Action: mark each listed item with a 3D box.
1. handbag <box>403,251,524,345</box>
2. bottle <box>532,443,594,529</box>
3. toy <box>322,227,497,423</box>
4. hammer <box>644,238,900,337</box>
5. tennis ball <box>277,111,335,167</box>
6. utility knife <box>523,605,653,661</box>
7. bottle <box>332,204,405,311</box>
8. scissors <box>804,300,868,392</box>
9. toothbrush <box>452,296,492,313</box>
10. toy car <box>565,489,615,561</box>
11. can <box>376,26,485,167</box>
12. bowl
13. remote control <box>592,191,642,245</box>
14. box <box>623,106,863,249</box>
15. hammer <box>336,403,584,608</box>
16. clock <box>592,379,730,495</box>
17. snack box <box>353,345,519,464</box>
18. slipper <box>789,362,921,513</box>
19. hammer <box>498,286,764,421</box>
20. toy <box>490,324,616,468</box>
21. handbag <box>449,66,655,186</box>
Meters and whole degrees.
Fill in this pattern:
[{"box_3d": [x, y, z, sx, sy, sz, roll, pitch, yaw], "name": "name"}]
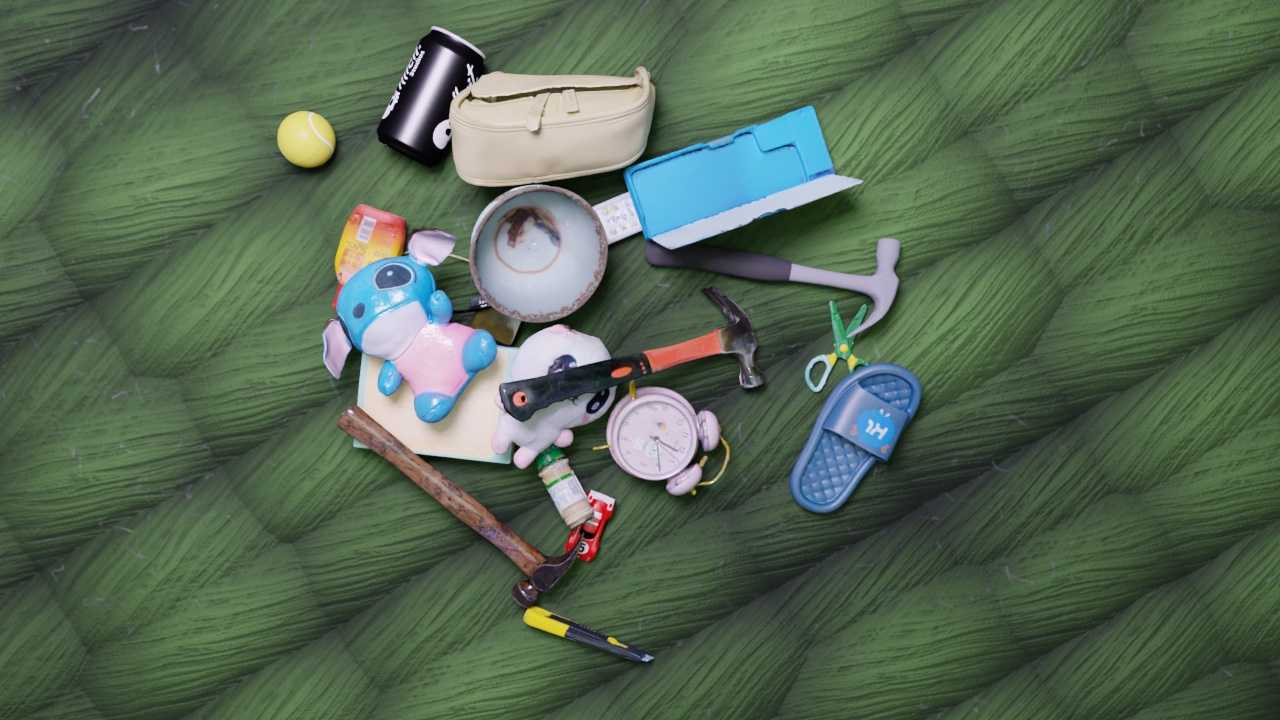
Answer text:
[{"box_3d": [-0.225, -0.085, 1.131, 0.178, 0.027, 0.084, 23, 95, 3], "name": "handbag"}, {"box_3d": [-0.095, 0.151, 1.124, 0.042, 0.042, 0.110, -29, 80, 1], "name": "bottle"}, {"box_3d": [-0.255, -0.041, 1.053, 0.191, 0.098, 0.224, 43, 103, -2], "name": "toy"}, {"box_3d": [0.160, -0.109, 1.123, 0.311, 0.029, 0.125, 10, 84, 1], "name": "hammer"}, {"box_3d": [-0.397, -0.263, 1.091, 0.065, 0.065, 0.065, 0, 94, -1], "name": "tennis ball"}, {"box_3d": [-0.064, 0.349, 1.158, 0.174, 0.028, 0.020, 22, 99, -4], "name": "utility knife"}, {"box_3d": [-0.332, -0.117, 1.110, 0.071, 0.048, 0.134, 19, 93, -1], "name": "bottle"}, {"box_3d": [0.243, -0.014, 1.145, 0.112, 0.012, 0.131, -16, 95, 0], "name": "scissors"}, {"box_3d": [-0.268, -0.058, 1.121, 0.188, 0.014, 0.017, -8, 79, 9], "name": "toothbrush"}, {"box_3d": [-0.063, 0.206, 1.148, 0.038, 0.025, 0.089, 22, 93, -2], "name": "toy car"}, {"box_3d": [-0.246, -0.309, 1.082, 0.080, 0.080, 0.146, 27, 93, -3], "name": "can"}, {"box_3d": [-0.126, -0.135, 1.072, 0.159, 0.094, 0.160, -7, 115, -16], "name": "bowl"}, {"box_3d": [-0.028, -0.173, 1.123, 0.133, 0.022, 0.050, -23, 95, 1], "name": "remote control"}, {"box_3d": [0.117, -0.212, 1.065, 0.243, 0.114, 0.114, -20, 94, -7], "name": "box"}, {"box_3d": [-0.222, 0.161, 1.111, 0.330, 0.033, 0.120, 41, 102, -11], "name": "hammer"}, {"box_3d": [0.033, 0.100, 1.126, 0.158, 0.059, 0.117, 27, 93, -3], "name": "clock"}, {"box_3d": [-0.246, 0.045, 1.125, 0.193, 0.044, 0.141, 6, 94, -1], "name": "snack box"}, {"box_3d": [0.260, 0.095, 1.125, 0.104, 0.059, 0.214, 34, 98, -7], "name": "slipper"}, {"box_3d": [-0.006, 0.006, 1.063, 0.332, 0.033, 0.133, -17, 95, -27], "name": "hammer"}, {"box_3d": [-0.108, 0.043, 1.088, 0.139, 0.101, 0.179, 41, 78, -33], "name": "toy"}, {"box_3d": [-0.096, -0.283, 1.046, 0.233, 0.190, 0.089, -1, 138, -2], "name": "handbag"}]
